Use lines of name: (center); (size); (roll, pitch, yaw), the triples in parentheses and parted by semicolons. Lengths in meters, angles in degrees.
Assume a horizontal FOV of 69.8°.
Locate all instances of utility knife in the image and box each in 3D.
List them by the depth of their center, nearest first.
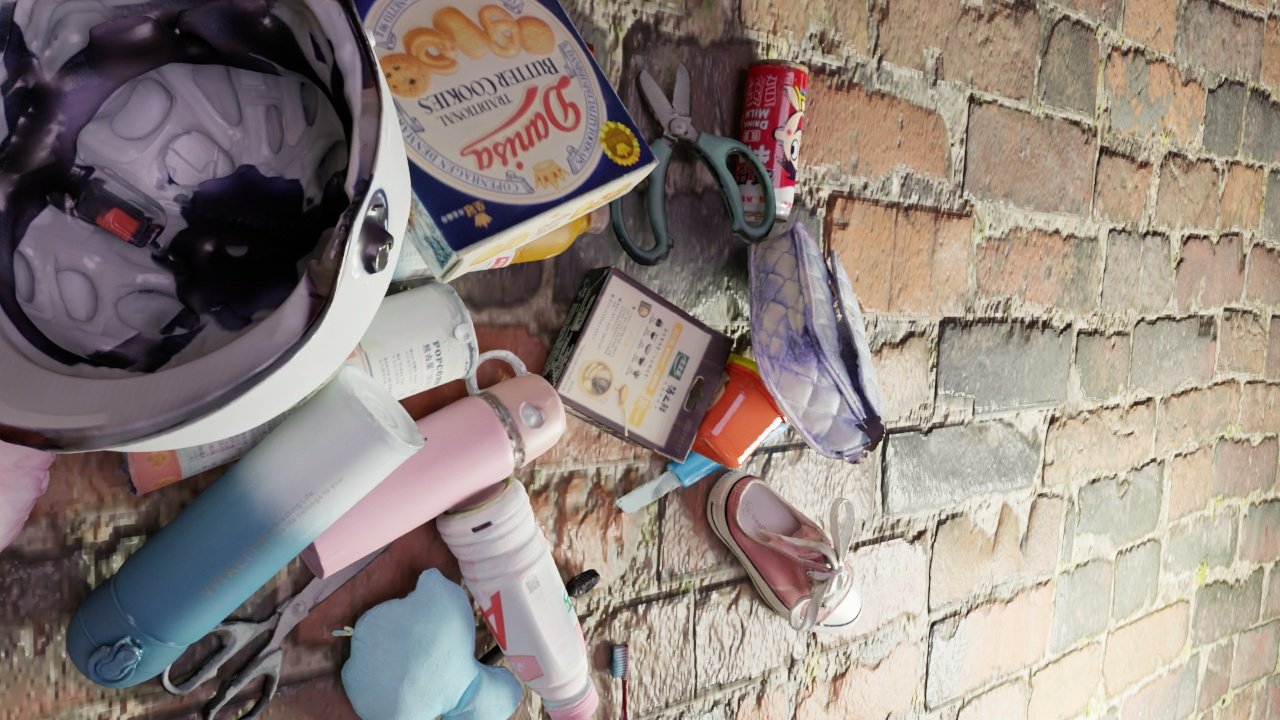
utility knife: (0.060, 0.086, 0.823); (0.204, 0.018, 0.034); (-26, 100, -32)

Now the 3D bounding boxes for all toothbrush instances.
toothbrush: (-0.103, 0.223, 0.717); (0.188, 0.018, 0.014); (-35, 107, -28)
toothbrush: (-0.018, 0.335, 0.800); (0.017, 0.016, 0.187); (-4, 99, -30)

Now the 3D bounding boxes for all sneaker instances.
sneaker: (0.158, 0.192, 0.870); (0.241, 0.088, 0.118); (49, 67, -31)

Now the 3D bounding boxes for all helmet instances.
helmet: (-0.225, -0.067, 0.474); (0.229, 0.146, 0.258); (-1, 73, 3)

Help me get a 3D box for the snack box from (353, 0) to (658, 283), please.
snack box: (-0.102, -0.166, 0.591); (0.177, 0.046, 0.182); (-34, 92, -37)

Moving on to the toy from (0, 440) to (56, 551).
toy: (-0.380, 0.043, 0.450); (0.159, 0.054, 0.121); (19, 77, -39)

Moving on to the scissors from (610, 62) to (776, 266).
scissors: (0.025, -0.150, 0.747); (0.175, 0.019, 0.175); (-38, 100, -12)

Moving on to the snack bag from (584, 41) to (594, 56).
snack bag: (-0.069, -0.201, 0.676); (0.048, 0.026, 0.104); (26, 81, -31)

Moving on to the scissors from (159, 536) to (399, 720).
scissors: (-0.234, 0.163, 0.608); (0.150, 0.014, 0.170); (19, 85, -39)

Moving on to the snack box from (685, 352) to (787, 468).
snack box: (0.067, 0.040, 0.779); (0.080, 0.091, 0.082); (-50, 125, -13)

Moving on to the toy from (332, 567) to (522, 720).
toy: (-0.152, 0.231, 0.658); (0.156, 0.050, 0.161); (23, 86, -33)

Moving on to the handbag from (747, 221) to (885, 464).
handbag: (0.150, -0.022, 0.779); (0.134, 0.076, 0.193); (52, 26, -32)

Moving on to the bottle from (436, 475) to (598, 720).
bottle: (-0.084, 0.184, 0.683); (0.068, 0.068, 0.197); (-31, 109, -31)

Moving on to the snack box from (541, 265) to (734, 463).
snack box: (-0.004, 0.004, 0.729); (0.125, 0.053, 0.113); (31, 77, -28)

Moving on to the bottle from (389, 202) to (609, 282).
bottle: (-0.107, -0.097, 0.634); (0.189, 0.068, 0.068); (-13, 104, -36)

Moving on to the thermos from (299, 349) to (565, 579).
thermos: (-0.147, 0.063, 0.631); (0.198, 0.067, 0.087); (-29, 94, -31)

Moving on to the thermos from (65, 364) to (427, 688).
thermos: (-0.226, 0.097, 0.523); (0.220, 0.070, 0.070); (-42, 122, 0)

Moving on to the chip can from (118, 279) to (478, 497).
chip can: (-0.211, 0.012, 0.567); (0.214, 0.071, 0.071); (-23, 110, -34)

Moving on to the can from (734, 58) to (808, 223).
can: (0.112, -0.189, 0.802); (0.053, 0.053, 0.133); (4, 94, -38)
